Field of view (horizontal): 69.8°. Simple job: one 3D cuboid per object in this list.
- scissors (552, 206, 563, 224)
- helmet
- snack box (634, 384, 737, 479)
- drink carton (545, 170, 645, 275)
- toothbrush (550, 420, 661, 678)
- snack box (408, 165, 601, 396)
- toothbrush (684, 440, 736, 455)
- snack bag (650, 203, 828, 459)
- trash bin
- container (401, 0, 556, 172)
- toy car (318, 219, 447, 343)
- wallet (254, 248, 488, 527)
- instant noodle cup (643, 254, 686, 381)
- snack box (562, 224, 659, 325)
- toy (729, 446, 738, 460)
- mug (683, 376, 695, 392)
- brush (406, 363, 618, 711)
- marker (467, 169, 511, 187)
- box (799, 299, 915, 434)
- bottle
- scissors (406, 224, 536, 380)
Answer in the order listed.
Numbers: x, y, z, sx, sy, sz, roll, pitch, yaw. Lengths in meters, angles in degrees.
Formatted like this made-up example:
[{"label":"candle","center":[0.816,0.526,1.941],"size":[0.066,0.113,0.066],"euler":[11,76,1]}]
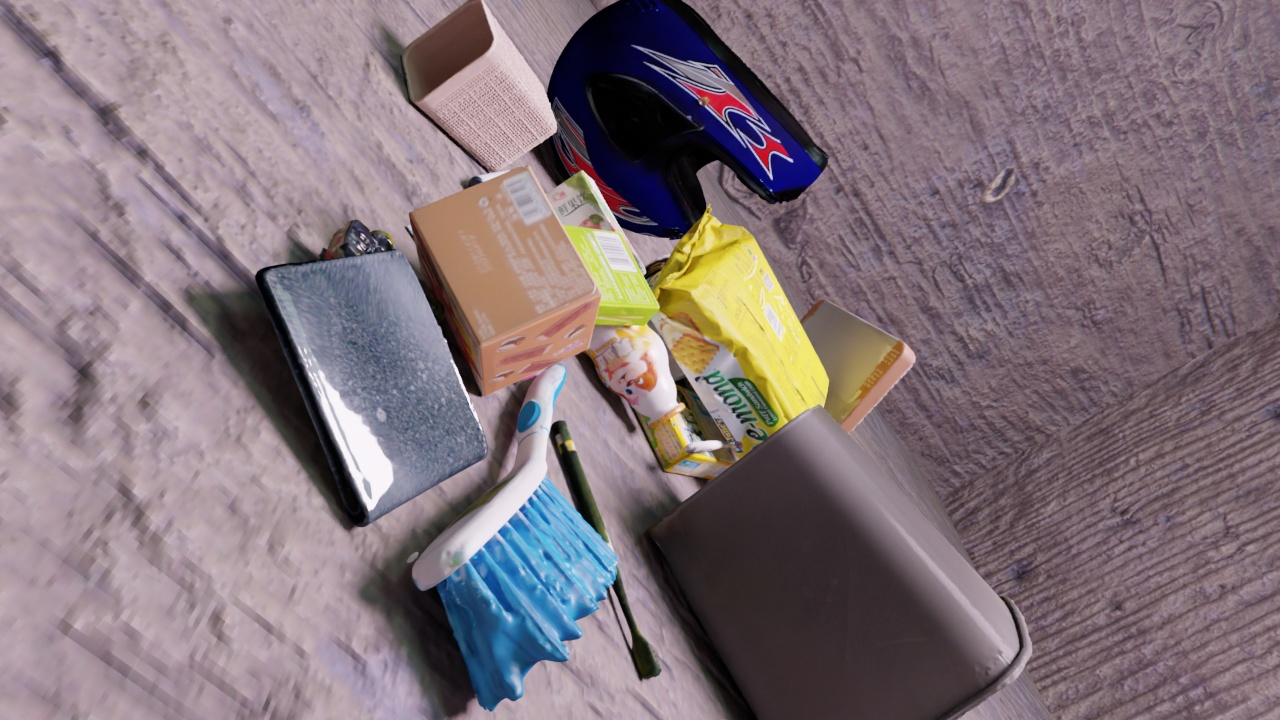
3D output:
[{"label":"scissors","center":[-0.096,-0.119,0.846],"size":[0.179,0.019,0.161],"euler":[21,39,-63]},{"label":"helmet","center":[0.032,-0.261,1.078],"size":[0.315,0.241,0.247],"euler":[46,15,1]},{"label":"snack box","center":[0.042,0.066,0.874],"size":[0.087,0.034,0.140],"euler":[63,15,21]},{"label":"drink carton","center":[-0.047,-0.129,0.947],"size":[0.122,0.053,0.045],"euler":[61,12,14]},{"label":"toothbrush","center":[-0.024,0.118,0.600],"size":[0.017,0.012,0.185],"euler":[43,20,-59]},{"label":"snack box","center":[-0.082,-0.045,0.557],"size":[0.092,0.077,0.094],"euler":[60,-16,13]},{"label":"toothbrush","center":[0.072,0.082,0.847],"size":[0.016,0.016,0.180],"euler":[68,17,12]},{"label":"snack bag","center":[0.102,-0.014,0.869],"size":[0.246,0.068,0.157],"euler":[57,34,-22]},{"label":"trash bin","center":[0.139,0.166,0.698],"size":[0.219,0.199,0.198],"euler":[53,13,11]},{"label":"container","center":[-0.139,-0.241,0.821],"size":[0.111,0.090,0.090],"euler":[43,20,-48]},{"label":"toy car","center":[-0.138,-0.033,0.506],"size":[0.090,0.035,0.042],"euler":[54,16,-33]},{"label":"wallet","center":[-0.123,0.007,0.436],"size":[0.097,0.019,0.121],"euler":[-28,96,-65]},{"label":"instant noodle cup","center":[0.033,-0.038,0.933],"size":[0.111,0.111,0.120],"euler":[53,22,-14]},{"label":"snack box","center":[-0.062,-0.069,0.720],"size":[0.156,0.026,0.085],"euler":[0,54,-44]},{"label":"toy","center":[0.120,0.130,0.969],"size":[0.108,0.039,0.083],"euler":[50,13,-27]},{"label":"mug","center":[0.096,0.007,1.011],"size":[0.082,0.112,0.106],"euler":[17,30,-20]},{"label":"brush","center":[-0.056,0.072,0.525],"size":[0.109,0.061,0.314],"euler":[53,13,-2]},{"label":"marker","center":[-0.127,-0.159,0.825],"size":[0.130,0.018,0.023],"euler":[-59,153,-71]},{"label":"box","center":[0.220,0.078,1.030],"size":[0.157,0.217,0.180],"euler":[39,3,-29]},{"label":"bottle","center":[-0.005,0.005,0.788],"size":[0.108,0.063,0.063],"euler":[57,15,2]},{"label":"scissors","center":[-0.121,-0.038,0.617],"size":[0.137,0.017,0.072],"euler":[52,25,-1]}]
